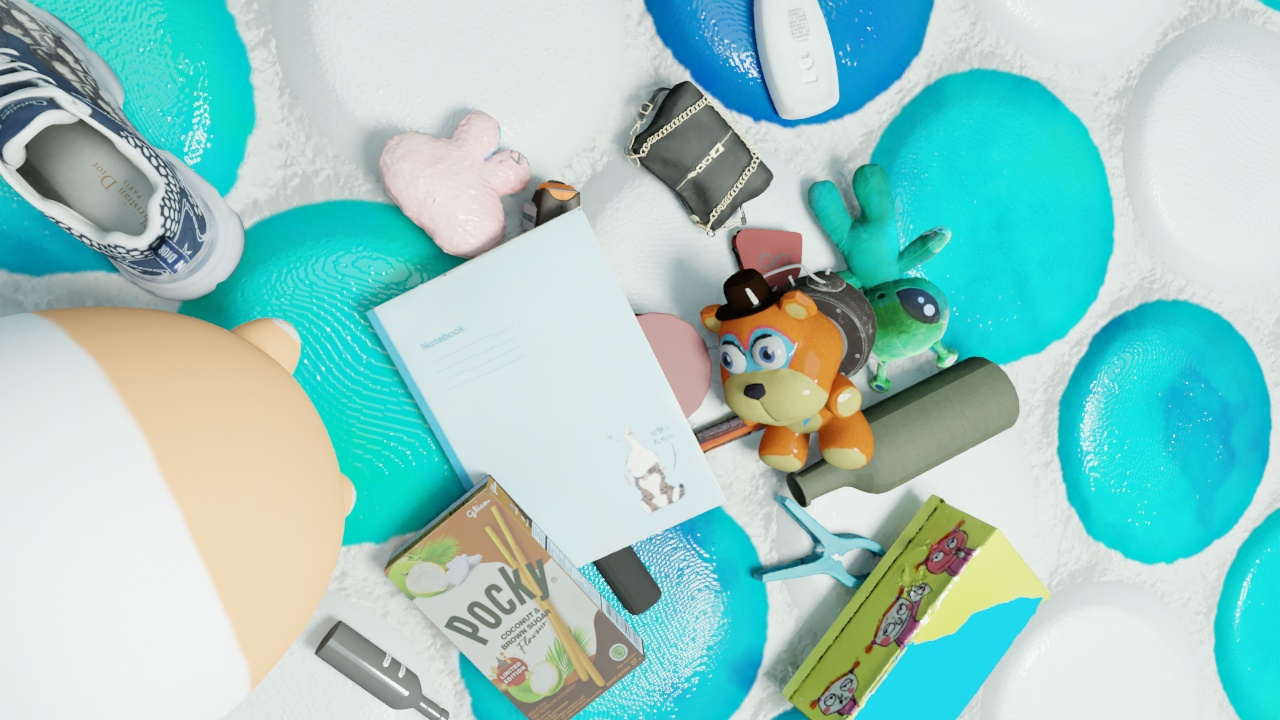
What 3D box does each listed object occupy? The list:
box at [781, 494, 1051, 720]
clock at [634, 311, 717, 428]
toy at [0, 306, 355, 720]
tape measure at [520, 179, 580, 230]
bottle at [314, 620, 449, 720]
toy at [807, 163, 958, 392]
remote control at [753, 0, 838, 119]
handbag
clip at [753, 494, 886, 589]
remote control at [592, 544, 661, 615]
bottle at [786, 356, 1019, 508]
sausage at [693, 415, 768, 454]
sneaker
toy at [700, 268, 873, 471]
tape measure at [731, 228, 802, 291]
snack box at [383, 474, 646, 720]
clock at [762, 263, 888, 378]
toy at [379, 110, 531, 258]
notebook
[{"bbox_3d":[0.235,0.241,0.780,0.221,0.080,0.124,-50,120,-6],"label":"box"},{"bbox_3d":[-0.004,0.004,0.729,0.137,0.048,0.096,16,88,-16],"label":"clock"},{"bbox_3d":[-0.311,0.092,0.549,0.279,0.266,0.263,-32,118,-41],"label":"toy"},{"bbox_3d":[-0.070,-0.109,0.701,0.038,0.058,0.058,4,113,-15],"label":"tape measure"},{"bbox_3d":[-0.192,0.243,0.697,0.113,0.030,0.030,41,81,-13],"label":"bottle"},{"bbox_3d":[0.205,-0.069,0.778,0.131,0.072,0.193,-19,95,25],"label":"toy"},{"bbox_3d":[0.129,-0.261,0.765,0.060,0.028,0.114,-19,97,-14],"label":"remote control"},{"bbox_3d":[0.047,-0.160,0.741,0.079,0.054,0.128,-46,106,2],"label":"handbag"},{"bbox_3d":[0.164,0.157,0.797,0.120,0.027,0.103,20,89,-15],"label":"clip"},{"bbox_3d":[-0.033,0.142,0.744,0.033,0.015,0.147,-35,101,-12],"label":"remote control"},{"bbox_3d":[0.220,0.067,0.783,0.206,0.071,0.071,-24,98,-13],"label":"bottle"},{"bbox_3d":[0.082,0.056,0.771,0.155,0.020,0.020,-21,98,-14],"label":"sausage"},{"bbox_3d":[-0.375,-0.149,0.576,0.103,0.132,0.269,-45,101,-8],"label":"sneaker"},{"bbox_3d":[0.112,0.009,0.712,0.096,0.112,0.176,-34,107,-44],"label":"toy"},{"bbox_3d":[0.105,-0.084,0.772,0.059,0.019,0.051,3,94,-10],"label":"tape measure"},{"bbox_3d":[-0.094,0.191,0.708,0.101,0.031,0.186,-39,102,4],"label":"snack box"},{"bbox_3d":[0.144,-0.031,0.751,0.123,0.091,0.043,60,37,-19],"label":"clock"},{"bbox_3d":[-0.133,-0.136,0.688,0.105,0.053,0.108,-46,103,-21],"label":"toy"},{"bbox_3d":[-0.068,0.037,0.694,0.181,0.009,0.253,-25,103,8],"label":"notebook"}]
